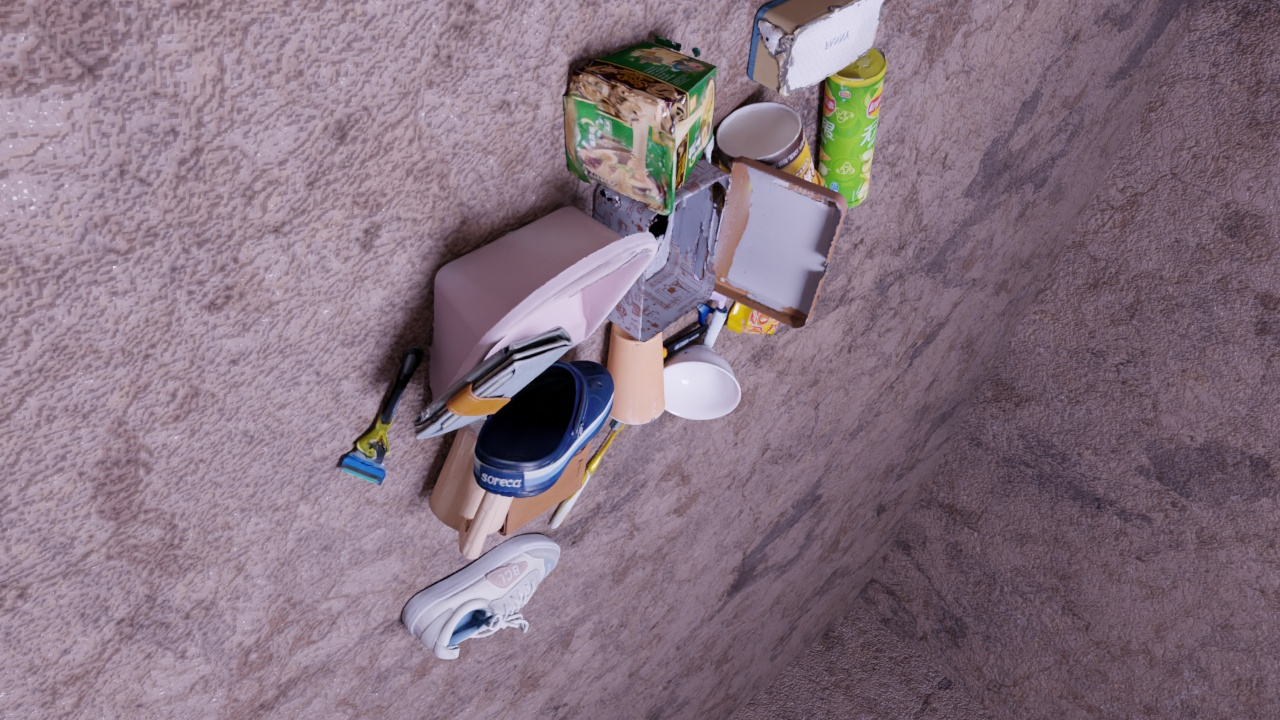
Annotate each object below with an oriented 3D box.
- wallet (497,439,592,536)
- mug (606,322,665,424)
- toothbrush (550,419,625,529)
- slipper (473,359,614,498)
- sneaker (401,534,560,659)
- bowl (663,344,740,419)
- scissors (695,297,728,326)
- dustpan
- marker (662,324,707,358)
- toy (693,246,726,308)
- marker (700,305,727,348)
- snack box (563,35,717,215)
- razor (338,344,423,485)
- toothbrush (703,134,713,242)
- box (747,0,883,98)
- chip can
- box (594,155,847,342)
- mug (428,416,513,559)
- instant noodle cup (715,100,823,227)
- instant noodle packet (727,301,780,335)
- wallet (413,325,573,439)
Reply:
[{"bbox_3d":[-0.120,0.152,1.142,0.131,0.031,0.108,-28,145,-41],"label":"wallet"},{"bbox_3d":[-0.007,0.006,1.100,0.078,0.078,0.123,-32,141,-34],"label":"mug"},{"bbox_3d":[-0.071,0.147,1.224,0.018,0.016,0.191,23,103,-50],"label":"toothbrush"},{"bbox_3d":[-0.099,0.047,0.919,0.252,0.105,0.095,-55,156,-64],"label":"slipper"},{"bbox_3d":[-0.177,0.299,1.161,0.241,0.091,0.090,-20,140,-46],"label":"sneaker"},{"bbox_3d":[0.077,0.018,1.228,0.118,0.118,0.064,90,8,-49],"label":"bowl"},{"bbox_3d":[0.074,-0.070,1.193,0.170,0.012,0.141,-29,145,-33],"label":"scissors"},{"bbox_3d":[-0.087,-0.025,0.866,0.222,0.139,0.274,-35,147,-29],"label":"dustpan"},{"bbox_3d":[0.040,-0.016,1.191,0.123,0.015,0.018,-30,148,-28],"label":"marker"},{"bbox_3d":[0.082,-0.108,1.131,0.107,0.039,0.084,2,98,-53],"label":"toy"},{"bbox_3d":[0.093,-0.027,1.240,0.018,0.022,0.131,-11,146,-24],"label":"marker"},{"bbox_3d":[0.010,-0.218,0.828,0.105,0.118,0.118,-46,153,-34],"label":"snack box"},{"bbox_3d":[-0.235,0.047,0.855,0.042,0.022,0.143,23,104,-16],"label":"razor"},{"bbox_3d":[0.075,-0.194,1.049,0.016,0.016,0.180,-40,152,-18],"label":"toothbrush"},{"bbox_3d":[0.196,-0.358,0.994,0.183,0.059,0.090,-35,149,-33],"label":"box"},{"bbox_3d":[0.262,-0.288,1.156,0.072,0.072,0.222,-42,151,-20],"label":"chip can"},{"bbox_3d":[0.068,-0.102,0.964,0.156,0.227,0.181,-51,159,-40],"label":"box"},{"bbox_3d":[-0.164,0.127,0.954,0.084,0.124,0.104,17,112,-20],"label":"mug"},{"bbox_3d":[0.140,-0.214,1.021,0.118,0.118,0.114,-44,143,-16],"label":"instant noodle cup"},{"bbox_3d":[0.182,-0.092,1.298,0.110,0.044,0.129,2,122,-52],"label":"instant noodle packet"},{"bbox_3d":[-0.127,0.024,0.798,0.130,0.037,0.106,-37,175,26],"label":"wallet"}]
